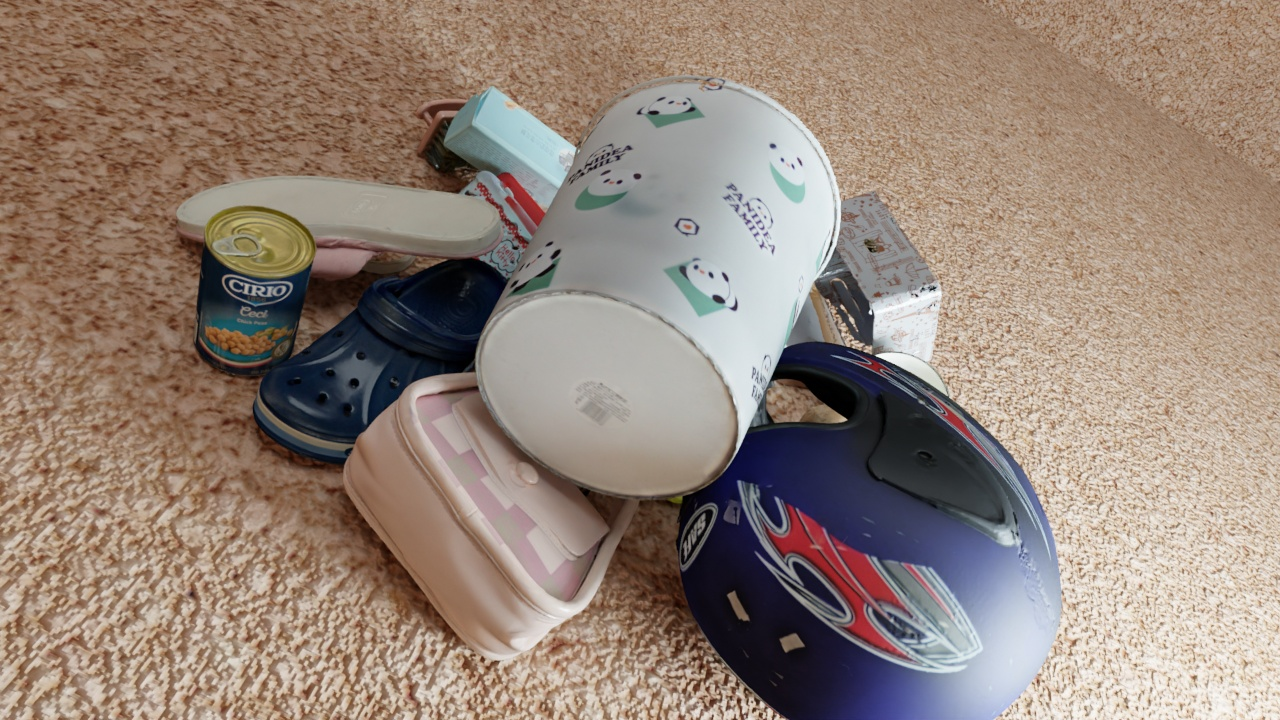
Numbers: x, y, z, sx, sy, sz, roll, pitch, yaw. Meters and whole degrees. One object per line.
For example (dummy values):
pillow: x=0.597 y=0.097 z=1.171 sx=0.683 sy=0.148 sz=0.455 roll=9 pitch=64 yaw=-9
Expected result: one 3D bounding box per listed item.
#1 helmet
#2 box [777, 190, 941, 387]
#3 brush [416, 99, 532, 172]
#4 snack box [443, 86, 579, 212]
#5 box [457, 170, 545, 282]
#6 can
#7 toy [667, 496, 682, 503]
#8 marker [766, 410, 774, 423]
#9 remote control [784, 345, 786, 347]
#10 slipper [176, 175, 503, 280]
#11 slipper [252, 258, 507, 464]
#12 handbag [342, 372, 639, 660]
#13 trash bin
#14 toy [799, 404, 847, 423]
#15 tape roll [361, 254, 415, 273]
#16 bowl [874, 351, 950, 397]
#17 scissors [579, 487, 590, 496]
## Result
helmet: x=0.144 y=0.137 z=0.685 sx=0.315 sy=0.248 sz=0.239 roll=43 pitch=41 yaw=23
box: x=0.207 y=-0.065 z=1.035 sx=0.185 sy=0.154 sz=0.182 roll=-16 pitch=50 yaw=-4
brush: x=-0.171 y=-0.252 z=1.006 sx=0.145 sy=0.063 sz=0.073 roll=-16 pitch=70 yaw=-43
snack box: x=-0.109 y=-0.202 z=0.942 sx=0.174 sy=0.074 sz=0.051 roll=32 pitch=68 yaw=-28
box: x=-0.115 y=-0.091 z=0.883 sx=0.101 sy=0.095 sz=0.201 roll=-35 pitch=59 yaw=-8
can: x=-0.292 y=-0.050 z=0.690 sx=0.075 sy=0.111 sz=0.075 roll=17 pitch=42 yaw=-16
toy: x=0.020 y=0.084 z=0.820 sx=0.096 sy=0.031 sz=0.100 roll=-21 pitch=62 yaw=-46
marker: x=0.098 y=0.021 z=0.942 sx=0.022 sy=0.020 sz=0.132 roll=-16 pitch=58 yaw=-23
remote control: x=0.126 y=-0.035 z=0.992 sx=0.024 sy=0.049 sz=0.124 roll=9 pitch=46 yaw=-30
slipper: x=-0.253 y=-0.109 z=0.783 sx=0.274 sy=0.054 sz=0.114 roll=3 pitch=36 yaw=0
slipper: x=-0.185 y=-0.014 z=0.729 sx=0.105 sy=0.095 sz=0.252 roll=37 pitch=44 yaw=8
handbag: x=-0.082 y=0.088 z=0.694 sx=0.193 sy=0.094 sz=0.233 roll=53 pitch=36 yaw=4
trash bin: x=0.014 y=-0.051 z=0.677 sx=0.229 sy=0.230 sz=0.251 roll=30 pitch=44 yaw=-4
toy: x=0.232 y=0.131 z=0.849 sx=0.226 sy=0.082 sz=0.143 roll=50 pitch=11 yaw=20
tape roll: x=-0.250 y=-0.116 z=0.857 sx=0.085 sy=0.014 sz=0.085 roll=18 pitch=42 yaw=-17
bowl: x=0.260 y=0.052 z=0.963 sx=0.116 sy=0.116 sz=0.066 roll=41 pitch=-3 yaw=10
scissors: x=-0.069 y=0.041 z=0.814 sx=0.225 sy=0.015 sz=0.189 roll=-3 pitch=54 yaw=-41
